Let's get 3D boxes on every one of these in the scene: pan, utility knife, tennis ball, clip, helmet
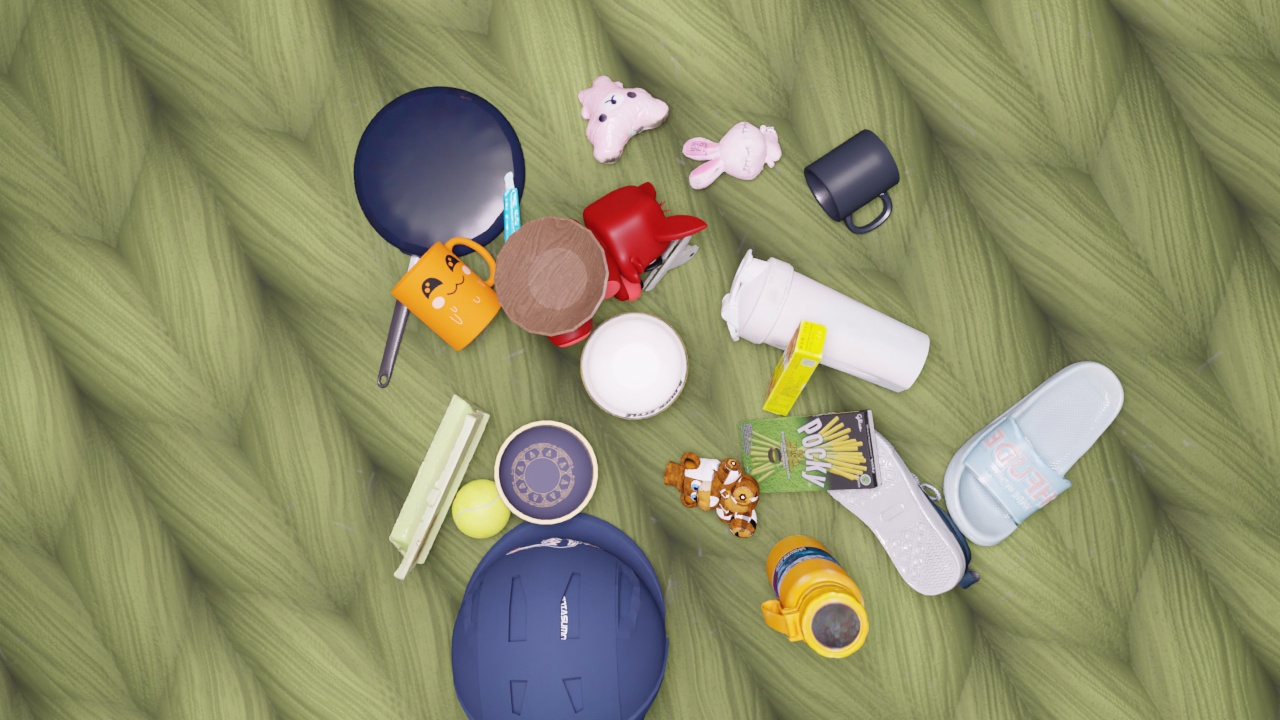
[{"bbox_3d":[-0.253,-0.140,1.055,0.199,0.021,0.356,15,91,2],"label":"pan"},{"bbox_3d":[-0.144,-0.152,1.043,0.022,0.015,0.124,0,101,0],"label":"utility knife"},{"bbox_3d":[-0.178,0.166,1.029,0.065,0.065,0.065,0,90,2],"label":"tennis ball"},{"bbox_3d":[0.040,-0.119,1.031,0.040,0.102,0.054,39,47,-1],"label":"clip"},{"bbox_3d":[-0.087,0.283,0.974,0.232,0.223,0.271,-3,53,2],"label":"helmet"}]

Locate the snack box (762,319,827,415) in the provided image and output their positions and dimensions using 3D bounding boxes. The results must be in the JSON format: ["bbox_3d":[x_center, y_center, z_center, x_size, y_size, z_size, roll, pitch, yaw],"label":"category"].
[{"bbox_3d":[0.163,0.010,0.978,0.029,0.148,0.040,16,63,2],"label":"snack box"}]

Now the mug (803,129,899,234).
[{"bbox_3d":[0.241,-0.191,1.020,0.077,0.071,0.105,-33,116,1],"label":"mug"}]

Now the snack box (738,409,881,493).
[{"bbox_3d":[0.182,0.101,1.000,0.148,0.025,0.080,-8,90,35],"label":"snack box"}]

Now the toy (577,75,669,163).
[{"bbox_3d":[-0.030,-0.279,1.033,0.099,0.053,0.096,-39,76,-2],"label":"toy"}]

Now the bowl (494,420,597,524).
[{"bbox_3d":[-0.108,0.127,1.025,0.112,0.061,0.112,2,78,-11],"label":"bowl"}]

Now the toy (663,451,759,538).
[{"bbox_3d":[0.080,0.142,1.018,0.113,0.067,0.087,12,126,19],"label":"toy"}]

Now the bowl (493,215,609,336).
[{"bbox_3d":[-0.085,-0.082,0.906,0.118,0.030,0.118,0,89,13],"label":"bowl"}]

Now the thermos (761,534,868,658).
[{"bbox_3d":[0.172,0.242,0.935,0.091,0.232,0.076,-41,89,2],"label":"thermos"}]

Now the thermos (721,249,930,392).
[{"bbox_3d":[0.199,-0.036,1.006,0.220,0.099,0.099,23,91,-2],"label":"thermos"}]

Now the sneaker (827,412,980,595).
[{"bbox_3d":[0.279,0.151,1.007,0.089,0.087,0.235,-46,66,28],"label":"sneaker"}]

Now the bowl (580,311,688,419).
[{"bbox_3d":[-0.006,0.006,1.023,0.117,0.067,0.117,0,90,2],"label":"bowl"}]

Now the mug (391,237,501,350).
[{"bbox_3d":[-0.204,-0.083,1.020,0.096,0.078,0.112,43,60,-17],"label":"mug"}]

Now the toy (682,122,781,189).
[{"bbox_3d":[0.103,-0.232,1.030,0.110,0.047,0.063,-16,81,5],"label":"toy"}]

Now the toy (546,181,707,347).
[{"bbox_3d":[-0.041,-0.114,0.988,0.197,0.158,0.120,-32,123,-7],"label":"toy"}]

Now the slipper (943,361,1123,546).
[{"bbox_3d":[0.434,0.097,1.006,0.245,0.074,0.104,-45,88,0],"label":"slipper"}]

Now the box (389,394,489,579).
[{"bbox_3d":[-0.219,0.137,1.003,0.047,0.141,0.187,24,89,-16],"label":"box"}]
